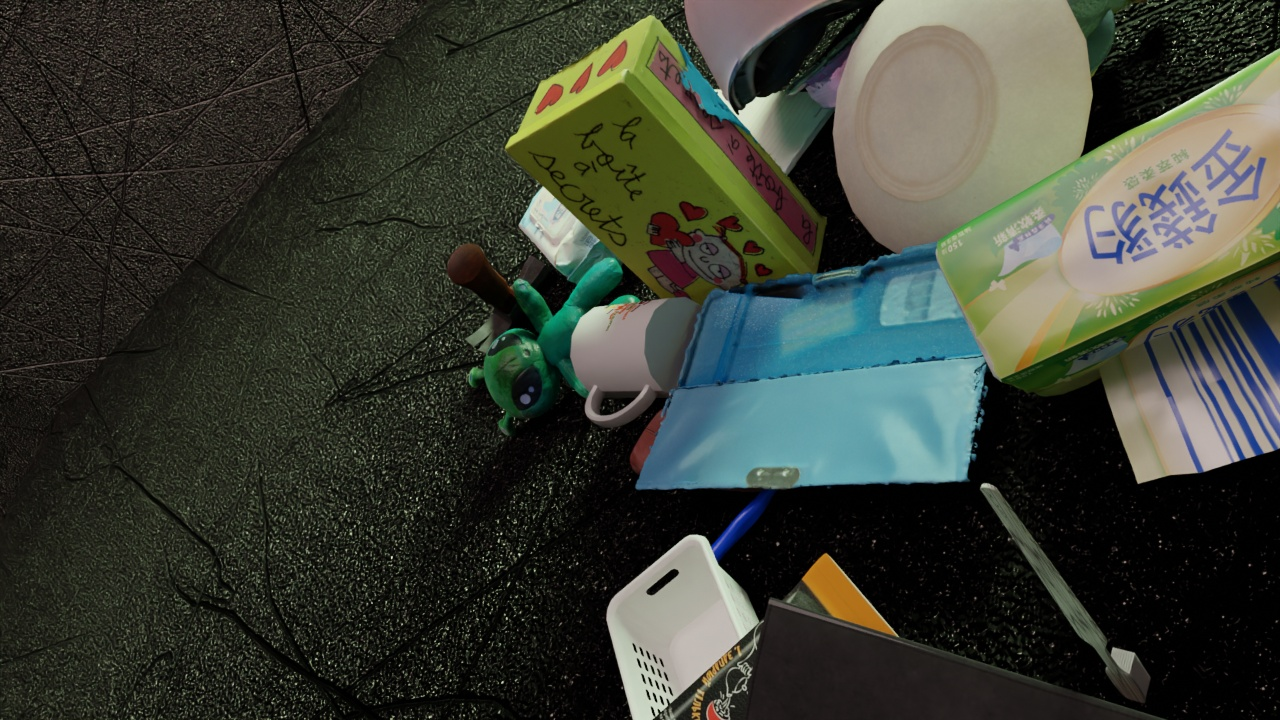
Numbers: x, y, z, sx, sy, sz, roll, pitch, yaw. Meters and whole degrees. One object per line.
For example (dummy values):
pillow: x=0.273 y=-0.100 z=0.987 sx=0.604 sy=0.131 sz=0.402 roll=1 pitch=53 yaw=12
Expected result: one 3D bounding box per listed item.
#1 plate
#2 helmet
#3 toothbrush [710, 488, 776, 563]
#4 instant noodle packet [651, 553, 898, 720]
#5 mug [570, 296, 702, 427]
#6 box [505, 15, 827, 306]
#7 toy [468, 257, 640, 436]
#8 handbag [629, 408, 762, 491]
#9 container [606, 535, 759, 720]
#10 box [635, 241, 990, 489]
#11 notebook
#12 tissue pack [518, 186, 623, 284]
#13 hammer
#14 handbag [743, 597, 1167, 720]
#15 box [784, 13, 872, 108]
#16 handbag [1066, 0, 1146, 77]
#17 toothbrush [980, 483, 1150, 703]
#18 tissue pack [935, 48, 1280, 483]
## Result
plate: x=0.184 y=-0.153 z=0.573 sx=0.189 sy=0.027 sz=0.189 roll=16 pitch=109 yaw=53
helmet: x=0.137 y=-0.327 z=0.733 sx=0.254 sy=0.152 sz=0.231 roll=-38 pitch=3 yaw=-29
toothbrush: x=0.061 y=0.110 z=0.578 sx=0.182 sy=0.016 sz=0.018 roll=-48 pitch=38 yaw=4
instant noodle packet: x=0.057 y=0.222 z=0.415 sx=0.221 sy=0.032 sz=0.160 roll=-45 pitch=62 yaw=9
mug: x=-0.004 y=0.004 z=0.706 sx=0.090 sy=0.073 sz=0.105 roll=-3 pitch=56 yaw=49
box: x=0.025 y=-0.124 z=0.663 sx=0.125 sy=0.221 sz=0.080 roll=-15 pitch=48 yaw=39
toy: x=-0.077 y=-0.009 z=0.815 sx=0.194 sy=0.072 sz=0.130 roll=-38 pitch=69 yaw=20
handbag: x=0.047 y=0.068 z=0.632 sx=0.120 sy=0.029 sz=0.055 roll=14 pitch=64 yaw=49
container: x=0.036 y=0.172 z=0.516 sx=0.081 sy=0.049 sz=0.129 roll=-42 pitch=34 yaw=13
box: x=0.113 y=0.012 z=0.580 sx=0.232 sy=0.033 sz=0.174 roll=-7 pitch=50 yaw=43
notebook: x=0.077 y=-0.189 z=0.854 sx=0.153 sy=0.012 sz=0.209 roll=-54 pitch=32 yaw=-4
tissue pack: x=-0.057 y=-0.148 z=0.913 sx=0.112 sy=0.070 sz=0.182 roll=-56 pitch=32 yaw=9
hammer: x=-0.132 y=-0.063 z=0.824 sx=0.111 sy=0.028 sz=0.301 roll=-57 pitch=-1 yaw=-3
handbag: x=0.113 y=0.210 z=0.330 sx=0.176 sy=0.072 sz=0.195 roll=12 pitch=77 yaw=25
box: x=0.221 y=-0.287 z=0.734 sx=0.230 sy=0.035 sz=0.159 roll=-42 pitch=13 yaw=4
handbag: x=0.267 y=-0.246 z=0.576 sx=0.121 sy=0.118 sz=0.192 roll=-90 pitch=24 yaw=-45
toothbrush: x=0.158 y=0.086 z=0.331 sx=0.010 sy=0.181 sz=0.010 roll=4 pitch=58 yaw=46
tissue pack: x=0.258 y=-0.031 z=0.407 sx=0.198 sy=0.120 sz=0.141 roll=-34 pitch=65 yaw=35
